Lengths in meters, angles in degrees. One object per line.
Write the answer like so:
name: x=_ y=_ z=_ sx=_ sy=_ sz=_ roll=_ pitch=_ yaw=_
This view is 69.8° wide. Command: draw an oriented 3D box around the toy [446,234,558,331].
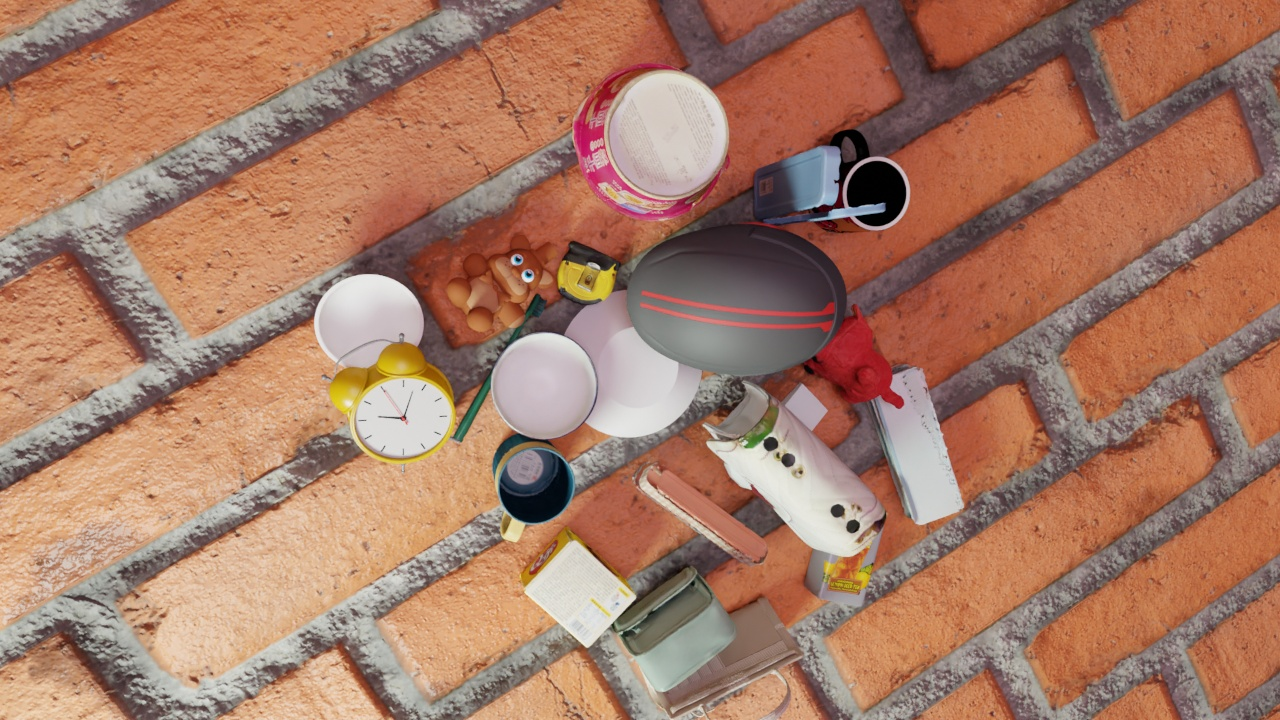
toy: x=-0.145 y=-0.087 z=1.003 sx=0.127 sy=0.065 sz=0.095 roll=-37 pitch=95 yaw=-12

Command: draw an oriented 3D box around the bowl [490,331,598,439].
bowl: x=-0.111 y=0.029 z=1.019 sx=0.118 sy=0.062 sz=0.118 roll=1 pitch=85 yaw=-16

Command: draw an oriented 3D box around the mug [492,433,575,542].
mug: x=-0.127 y=0.140 z=1.010 sx=0.083 sy=0.107 sz=0.113 roll=21 pitch=91 yaw=-16

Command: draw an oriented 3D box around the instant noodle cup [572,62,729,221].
instant noodle cup: x=0.022 y=-0.246 z=1.015 sx=0.178 sy=0.078 sz=0.178 roll=-2 pitch=97 yaw=-13

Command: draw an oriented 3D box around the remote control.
remote control: x=0.165 y=0.096 z=1.114 sx=0.143 sy=0.024 sz=0.049 roll=-46 pitch=104 yaw=-4

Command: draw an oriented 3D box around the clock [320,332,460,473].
clock: x=-0.261 y=0.045 z=0.978 sx=0.113 sy=0.052 sz=0.152 roll=-28 pitch=123 yaw=-3

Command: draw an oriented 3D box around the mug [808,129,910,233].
mug: x=0.246 y=-0.207 z=1.060 sx=0.081 sy=0.098 sz=0.118 roll=-15 pitch=99 yaw=-11

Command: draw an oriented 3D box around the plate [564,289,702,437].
plate: x=-0.006 y=0.006 z=1.058 sx=0.174 sy=0.036 sz=0.174 roll=-1 pitch=97 yaw=-13

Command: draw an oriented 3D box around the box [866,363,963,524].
box: x=0.338 y=0.105 z=1.150 sx=0.083 sy=0.066 sz=0.199 roll=-17 pitch=101 yaw=14

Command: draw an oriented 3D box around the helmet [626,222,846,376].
helmet: x=0.116 y=-0.064 z=1.001 sx=0.264 sy=0.170 sz=0.164 roll=3 pitch=106 yaw=-9

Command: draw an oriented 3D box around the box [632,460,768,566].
box: x=0.071 y=0.182 z=1.104 sx=0.188 sy=0.063 sz=0.058 roll=39 pitch=61 yaw=-12

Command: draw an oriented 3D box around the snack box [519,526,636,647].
snack box: x=-0.074 y=0.260 z=1.059 sx=0.083 sy=0.061 sz=0.106 roll=-46 pitch=104 yaw=-4

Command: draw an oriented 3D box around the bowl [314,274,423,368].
bowl: x=-0.289 y=-0.046 z=0.980 sx=0.109 sy=0.040 sz=0.110 roll=-7 pitch=116 yaw=-14

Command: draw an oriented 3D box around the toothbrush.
toothbrush: x=-0.158 y=0.009 z=1.035 sx=0.017 sy=0.016 sz=0.190 roll=30 pitch=89 yaw=-19

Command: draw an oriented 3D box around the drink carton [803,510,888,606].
drink carton: x=0.253 y=0.233 z=1.138 sx=0.076 sy=0.048 sz=0.125 roll=14 pitch=93 yaw=-14

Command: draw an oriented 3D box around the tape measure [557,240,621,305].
tape measure: x=-0.061 y=-0.094 z=1.034 sx=0.065 sy=0.037 sz=0.064 roll=23 pitch=90 yaw=-14

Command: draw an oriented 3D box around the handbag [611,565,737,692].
handbag: x=0.036 y=0.307 z=1.068 sx=0.121 sy=0.106 sz=0.067 roll=-35 pitch=114 yaw=-7

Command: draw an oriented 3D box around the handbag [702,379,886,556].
handbag: x=0.171 y=0.124 z=1.035 sx=0.096 sy=0.142 sz=0.198 roll=-45 pitch=103 yaw=0

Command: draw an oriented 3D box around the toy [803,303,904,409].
toy: x=0.272 y=0.001 z=1.090 sx=0.133 sy=0.088 sz=0.094 roll=39 pitch=73 yaw=5

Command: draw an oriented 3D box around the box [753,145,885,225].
box: x=0.186 y=-0.186 z=0.992 sx=0.077 sy=0.209 sz=0.074 roll=-5 pitch=97 yaw=-13

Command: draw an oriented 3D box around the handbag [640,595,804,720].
handbag: x=0.105 y=0.361 z=1.041 sx=0.175 sy=0.198 sz=0.062 roll=-22 pitch=101 yaw=-10
